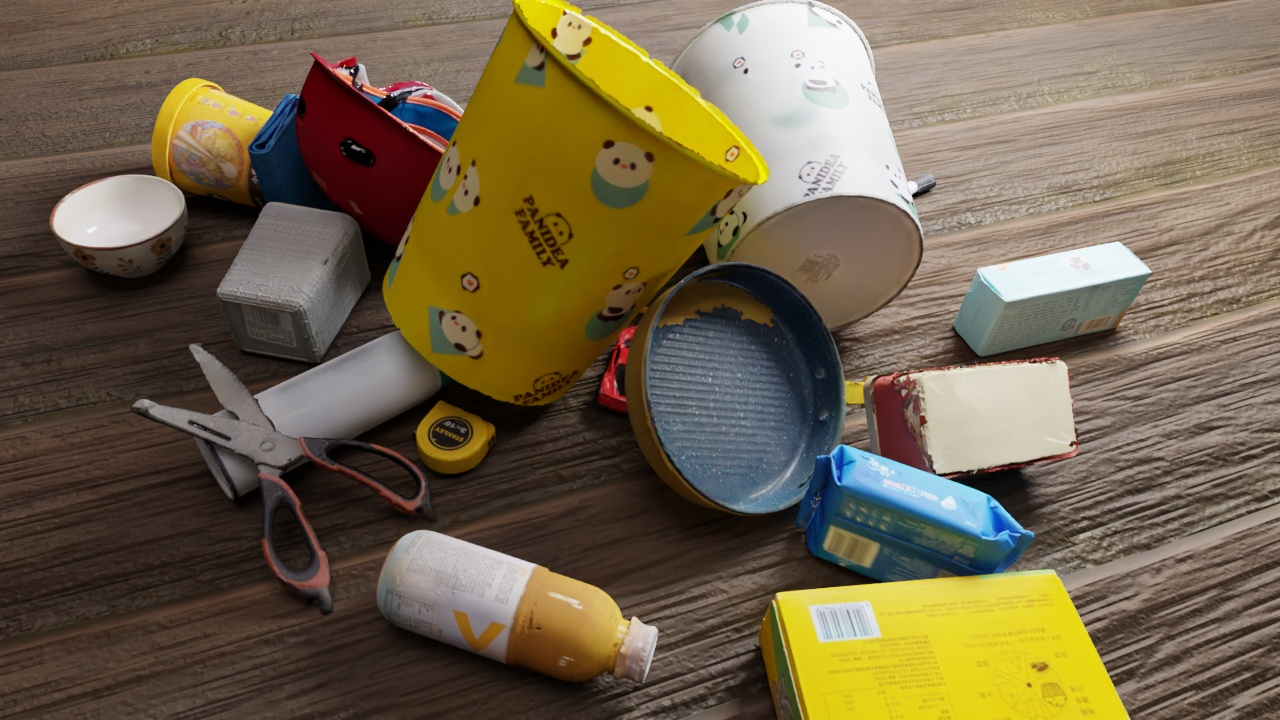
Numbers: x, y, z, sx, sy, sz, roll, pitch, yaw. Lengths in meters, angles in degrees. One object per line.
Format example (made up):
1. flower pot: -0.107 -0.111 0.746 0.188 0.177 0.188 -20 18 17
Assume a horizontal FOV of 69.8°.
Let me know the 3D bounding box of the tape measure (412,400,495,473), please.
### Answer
1. tape measure: -0.153 0.066 0.744 0.060 0.029 0.057 21 47 14

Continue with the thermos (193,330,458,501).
1. thermos: -0.241 0.028 0.746 0.223 0.073 0.073 -30 56 -30

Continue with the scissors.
1. scissors: -0.255 0.079 0.671 0.188 0.015 0.226 -11 75 -30

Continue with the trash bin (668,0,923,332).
1. trash bin: 0.146 -0.176 0.884 0.229 0.230 0.251 -3 52 -8

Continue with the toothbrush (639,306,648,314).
1. toothbrush: -0.019 -0.063 0.889 0.191 0.018 0.016 27 48 19

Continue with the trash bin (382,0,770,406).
1. trash bin: -0.066 -0.117 0.732 0.229 0.256 0.229 31 26 -17

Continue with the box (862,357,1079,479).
1. box: 0.271 0.043 0.731 0.168 0.080 0.091 -4 85 -26

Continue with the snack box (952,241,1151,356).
1. snack box: 0.397 -0.060 0.889 0.174 0.074 0.051 -11 48 -16

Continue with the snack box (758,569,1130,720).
1. snack box: 0.196 0.228 0.595 0.210 0.070 0.157 -3 47 -9

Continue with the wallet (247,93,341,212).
1. wallet: -0.332 -0.175 0.885 0.040 0.133 0.106 5 47 4

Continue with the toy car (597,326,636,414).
1. toy car: -0.005 0.005 0.818 0.049 0.031 0.106 14 45 6

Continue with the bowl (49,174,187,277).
1. bowl: -0.483 -0.119 0.865 0.113 0.062 0.113 4 47 -4

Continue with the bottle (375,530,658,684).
1. bottle: -0.083 0.171 0.623 0.189 0.068 0.067 16 47 9

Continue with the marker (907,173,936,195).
1. marker: 0.287 -0.184 1.036 0.130 0.018 0.022 -28 42 -29

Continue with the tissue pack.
1. tissue pack: 0.197 0.123 0.679 0.157 0.095 0.052 20 44 13

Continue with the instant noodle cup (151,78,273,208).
1. instant noodle cup: -0.407 -0.212 0.931 0.114 0.119 0.118 16 46 -1

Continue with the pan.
1. pan: 0.154 0.025 0.748 0.356 0.078 0.197 4 80 -31

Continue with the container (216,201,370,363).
1. container: -0.308 -0.066 0.817 0.090 0.090 0.114 10 49 4

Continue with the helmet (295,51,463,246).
1. helmet: -0.229 -0.182 0.866 0.207 0.144 0.239 38 17 21
